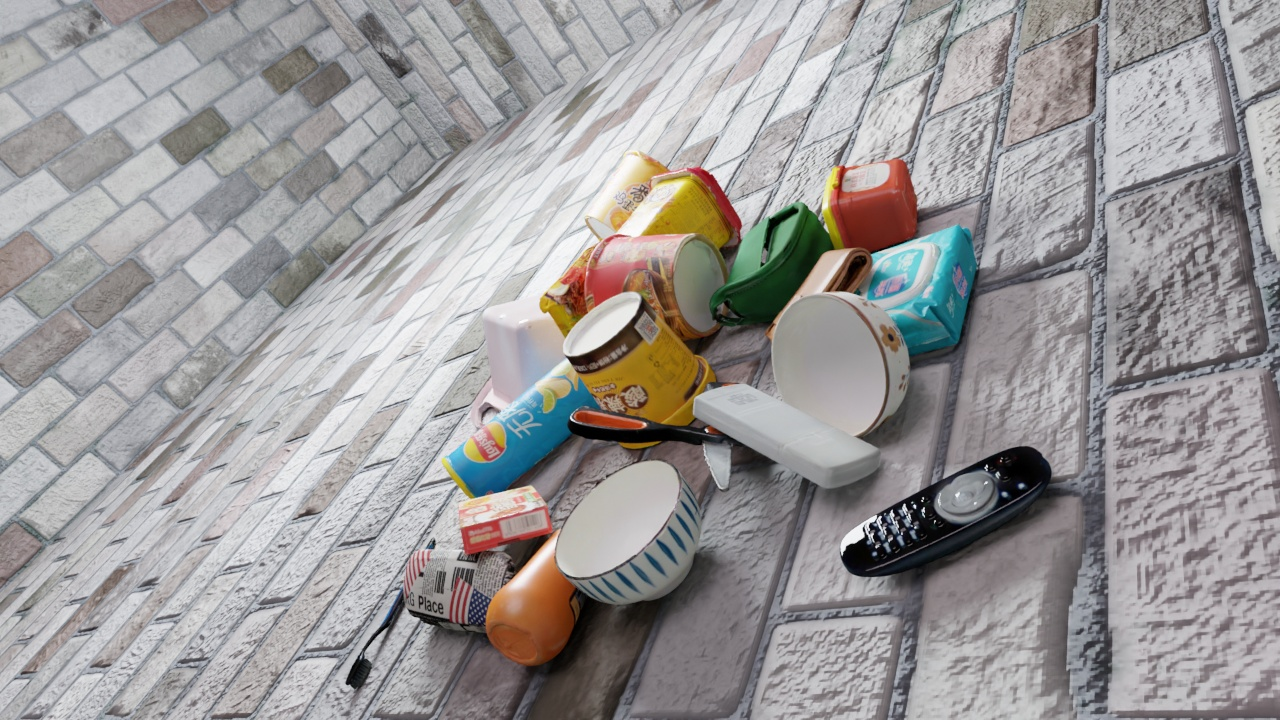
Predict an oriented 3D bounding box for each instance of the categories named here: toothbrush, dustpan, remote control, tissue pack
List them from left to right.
[{"bbox_3d":[-0.244,0.246,0.914,0.014,0.016,0.189,-33,19,32],"label":"toothbrush"},{"bbox_3d":[-0.096,-0.012,1.182,0.273,0.139,0.223,-15,14,-20],"label":"dustpan"},{"bbox_3d":[0.106,0.055,0.690,0.058,0.021,0.150,-13,26,-35],"label":"remote control"},{"bbox_3d":[0.223,-0.056,0.762,0.093,0.050,0.133,-18,30,41],"label":"tissue pack"},{"bbox_3d":[0.188,0.097,0.564,0.136,0.024,0.053,-30,23,13],"label":"remote control"}]

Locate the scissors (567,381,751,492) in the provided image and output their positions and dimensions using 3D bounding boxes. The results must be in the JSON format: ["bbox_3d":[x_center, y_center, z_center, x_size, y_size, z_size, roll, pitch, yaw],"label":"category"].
[{"bbox_3d":[0.052,0.058,0.744,0.234,0.022,0.220,7,18,19],"label":"scissors"}]

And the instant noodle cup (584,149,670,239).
[{"bbox_3d":[-0.002,-0.198,1.245,0.109,0.138,0.138,-49,25,-8],"label":"instant noodle cup"}]

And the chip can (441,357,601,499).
[{"bbox_3d":[-0.108,0.065,0.979,0.210,0.071,0.071,-40,24,-7],"label":"chip can"}]

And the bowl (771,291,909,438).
[{"bbox_3d":[0.161,0.001,0.699,0.062,0.113,0.114,-13,7,-36],"label":"bowl"}]

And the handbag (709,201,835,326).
[{"bbox_3d":[0.136,-0.094,0.944,0.120,0.068,0.131,-26,26,41],"label":"handbag"}]

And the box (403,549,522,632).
[{"bbox_3d":[-0.159,0.197,0.797,0.164,0.082,0.075,-7,43,44],"label":"box"}]

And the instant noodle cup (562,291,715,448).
[{"bbox_3d":[-0.005,0.005,0.890,0.119,0.114,0.118,-30,25,15],"label":"instant noodle cup"}]

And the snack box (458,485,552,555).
[{"bbox_3d":[-0.126,0.142,0.830,0.075,0.025,0.153,-12,1,-11],"label":"snack box"}]

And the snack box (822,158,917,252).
[{"bbox_3d":[0.227,-0.153,0.902,0.080,0.082,0.091,-12,33,26],"label":"snack box"}]

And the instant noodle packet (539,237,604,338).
[{"bbox_3d":[-0.044,-0.055,1.036,0.110,0.128,0.044,-47,37,-17],"label":"instant noodle packet"}]

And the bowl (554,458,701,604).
[{"bbox_3d":[-0.001,0.139,0.699,0.117,0.066,0.116,-31,25,16],"label":"bowl"}]

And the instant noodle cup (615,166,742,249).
[{"bbox_3d":[0.039,-0.156,1.117,0.123,0.116,0.116,-46,25,-22],"label":"instant noodle cup"}]

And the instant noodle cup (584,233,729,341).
[{"bbox_3d":[0.024,-0.077,0.988,0.109,0.138,0.137,-5,39,38],"label":"instant noodle cup"}]

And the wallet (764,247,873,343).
[{"bbox_3d":[0.155,-0.054,0.814,0.108,0.031,0.131,-54,2,7],"label":"wallet"}]

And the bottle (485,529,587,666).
[{"bbox_3d":[-0.065,0.173,0.740,0.067,0.067,0.149,-19,22,36],"label":"bottle"}]
